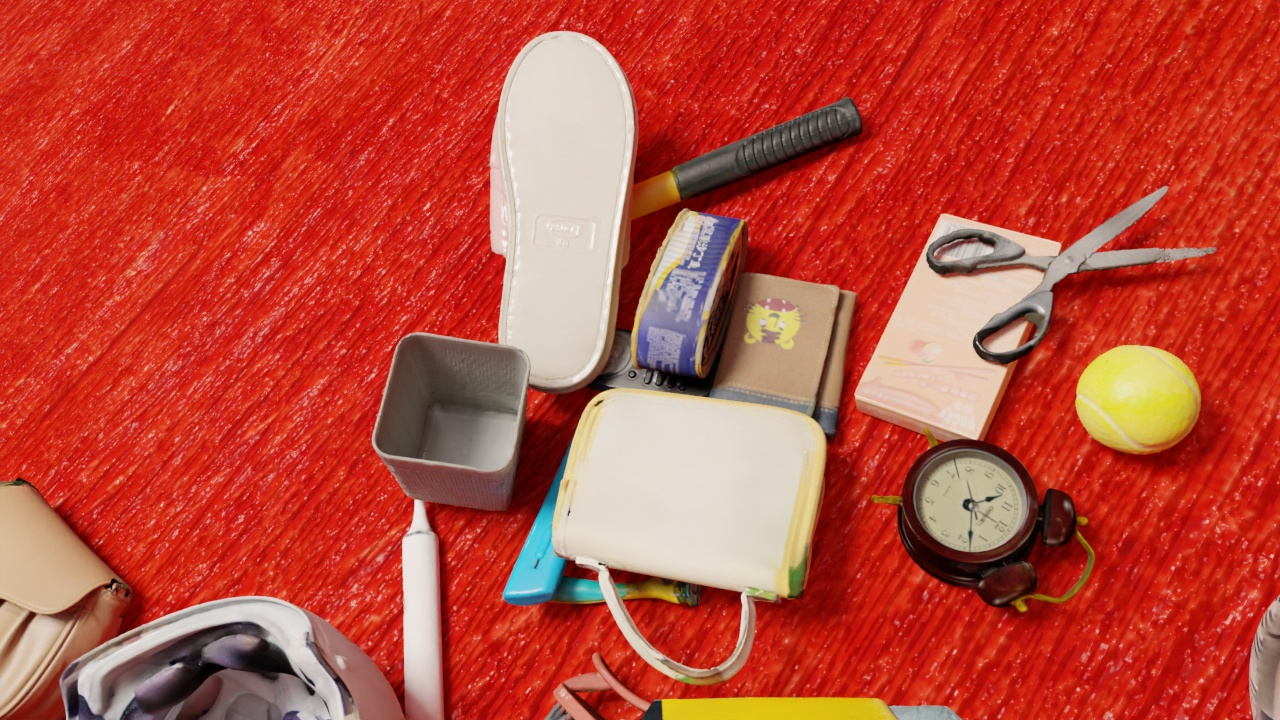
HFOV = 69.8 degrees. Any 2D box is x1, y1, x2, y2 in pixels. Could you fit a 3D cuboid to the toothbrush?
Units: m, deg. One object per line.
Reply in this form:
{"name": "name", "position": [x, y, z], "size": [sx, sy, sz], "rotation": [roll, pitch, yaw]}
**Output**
{"name": "toothbrush", "position": [-0.157, 0.154, 0.659], "size": [0.026, 0.027, 0.220], "rotation": [4, 57, -22]}

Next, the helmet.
{"name": "helmet", "position": [-0.231, 0.278, 0.550], "size": [0.229, 0.146, 0.258], "rotation": [-15, 68, 13]}

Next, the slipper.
{"name": "slipper", "position": [-0.058, -0.111, 0.690], "size": [0.114, 0.054, 0.274], "rotation": [0, 83, 3]}

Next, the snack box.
{"name": "snack box", "position": [0.216, -0.022, 0.622], "size": [0.084, 0.026, 0.157], "rotation": [21, 72, 27]}

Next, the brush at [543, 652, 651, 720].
{"name": "brush", "position": [0.003, 0.238, 0.540], "size": [0.146, 0.063, 0.069], "rotation": [34, 74, 32]}

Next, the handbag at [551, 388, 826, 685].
{"name": "handbag", "position": [0.027, 0.112, 0.582], "size": [0.163, 0.063, 0.178], "rotation": [7, 57, 17]}

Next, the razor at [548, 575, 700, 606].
{"name": "razor", "position": [-0.025, 0.149, 0.614], "size": [0.133, 0.028, 0.043], "rotation": [-6, 43, 13]}

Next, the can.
{"name": "can", "position": [0.038, -0.050, 0.657], "size": [0.049, 0.075, 0.147], "rotation": [11, 46, 13]}

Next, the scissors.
{"name": "scissors", "position": [0.274, -0.063, 0.603], "size": [0.159, 0.014, 0.178], "rotation": [27, 72, 24]}

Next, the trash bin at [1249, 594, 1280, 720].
{"name": "trash bin", "position": [0.410, 0.169, 0.360], "size": [0.192, 0.228, 0.227], "rotation": [-15, 59, -4]}

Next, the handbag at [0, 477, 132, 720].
{"name": "handbag", "position": [-0.506, 0.189, 0.720], "size": [0.204, 0.100, 0.147], "rotation": [30, 73, 26]}

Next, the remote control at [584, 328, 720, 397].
{"name": "remote control", "position": [-0.004, 0.004, 0.685], "size": [0.136, 0.024, 0.053], "rotation": [10, 66, 19]}

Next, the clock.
{"name": "clock", "position": [0.206, 0.097, 0.546], "size": [0.122, 0.055, 0.082], "rotation": [35, 78, 29]}

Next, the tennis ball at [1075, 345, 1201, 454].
{"name": "tennis ball", "position": [0.296, 0.023, 0.547], "size": [0.065, 0.065, 0.065], "rotation": [-8, 61, 15]}

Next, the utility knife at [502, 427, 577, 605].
{"name": "utility knife", "position": [-0.052, 0.097, 0.642], "size": [0.034, 0.018, 0.161], "rotation": [4, 50, 20]}

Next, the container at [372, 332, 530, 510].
{"name": "container", "position": [-0.125, 0.050, 0.642], "size": [0.090, 0.114, 0.090], "rotation": [9, 64, -1]}

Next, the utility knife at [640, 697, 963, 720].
{"name": "utility knife", "position": [0.092, 0.209, 0.524], "size": [0.192, 0.015, 0.033], "rotation": [0, 36, 0]}

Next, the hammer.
{"name": "hammer", "position": [0.030, -0.141, 0.731], "size": [0.301, 0.033, 0.128], "rotation": [-21, 86, 2]}

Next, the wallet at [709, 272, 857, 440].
{"name": "wallet", "position": [0.101, -0.004, 0.646], "size": [0.090, 0.033, 0.115], "rotation": [10, 65, 13]}
